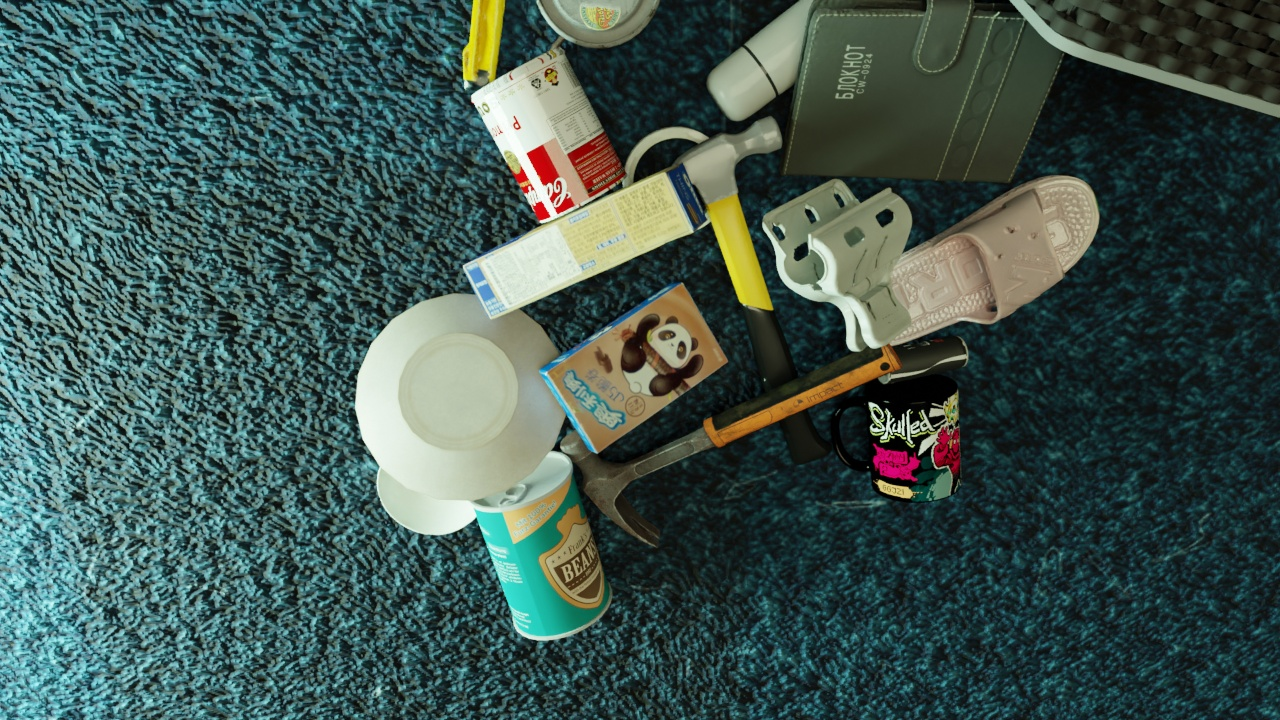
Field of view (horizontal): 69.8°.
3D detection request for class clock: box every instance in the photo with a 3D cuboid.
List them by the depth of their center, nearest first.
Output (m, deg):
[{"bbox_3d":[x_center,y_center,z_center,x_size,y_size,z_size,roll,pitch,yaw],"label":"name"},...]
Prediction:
[{"bbox_3d":[-0.021,-0.313,0.744,0.148,0.056,0.104,-18,107,6],"label":"clock"}]

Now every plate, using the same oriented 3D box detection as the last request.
[{"bbox_3d":[-0.161,0.030,0.818,0.188,0.027,0.188,0,80,-3],"label":"plate"},{"bbox_3d":[-0.199,0.116,0.886,0.104,0.026,0.104,-1,108,-2],"label":"plate"}]

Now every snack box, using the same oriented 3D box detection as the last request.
[{"bbox_3d":[-0.049,-0.100,0.779,0.207,0.057,0.056,-20,104,24],"label":"snack box"},{"bbox_3d":[-0.005,0.005,0.826,0.151,0.034,0.087,-34,102,-13],"label":"snack box"}]

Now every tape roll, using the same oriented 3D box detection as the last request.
[{"bbox_3d":[0.032,-0.159,0.812,0.094,0.018,0.094,-1,107,-2],"label":"tape roll"}]

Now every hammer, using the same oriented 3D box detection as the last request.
[{"bbox_3d":[0.107,-0.045,0.832,0.127,0.029,0.324,-20,111,5],"label":"hammer"},{"bbox_3d":[0.093,0.069,0.849,0.315,0.035,0.138,-26,109,16],"label":"hammer"}]

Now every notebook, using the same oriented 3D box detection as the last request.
[{"bbox_3d":[0.231,-0.219,0.758,0.209,0.029,0.170,-1,139,-4],"label":"notebook"}]

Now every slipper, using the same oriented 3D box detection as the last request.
[{"bbox_3d":[0.302,-0.079,0.821,0.239,0.064,0.094,-27,106,8],"label":"slipper"}]

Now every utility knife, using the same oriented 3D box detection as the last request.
[{"bbox_3d":[-0.124,-0.332,0.759,0.030,0.019,0.217,5,104,-13],"label":"utility knife"}]

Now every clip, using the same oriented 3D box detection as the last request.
[{"bbox_3d":[0.186,-0.085,0.770,0.126,0.099,0.152,-30,84,-36],"label":"clip"}]

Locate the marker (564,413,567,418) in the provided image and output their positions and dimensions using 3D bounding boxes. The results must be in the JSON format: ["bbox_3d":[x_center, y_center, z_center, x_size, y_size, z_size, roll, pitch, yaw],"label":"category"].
[{"bbox_3d":[-0.047,0.035,0.868,0.145,0.021,0.023,-17,84,4],"label":"marker"}]

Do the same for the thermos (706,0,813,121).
[{"bbox_3d":[0.155,-0.282,0.760,0.224,0.052,0.052,-36,105,9],"label":"thermos"}]

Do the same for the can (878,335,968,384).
[{"bbox_3d":[0.261,-0.001,0.853,0.080,0.031,0.031,-11,107,-10],"label":"can"}]

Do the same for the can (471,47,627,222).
[{"bbox_3d":[-0.075,-0.187,0.765,0.087,0.086,0.116,-27,106,6],"label":"can"}]

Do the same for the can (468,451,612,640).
[{"bbox_3d":[-0.093,0.172,0.863,0.099,0.099,0.144,-14,111,3],"label":"can"}]

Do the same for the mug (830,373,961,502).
[{"bbox_3d":[0.238,0.070,0.863,0.118,0.081,0.098,1,109,27],"label":"mug"}]

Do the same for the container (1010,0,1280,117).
[{"bbox_3d":[0.404,-0.337,0.616,0.245,0.246,0.244,12,129,-11],"label":"container"}]
